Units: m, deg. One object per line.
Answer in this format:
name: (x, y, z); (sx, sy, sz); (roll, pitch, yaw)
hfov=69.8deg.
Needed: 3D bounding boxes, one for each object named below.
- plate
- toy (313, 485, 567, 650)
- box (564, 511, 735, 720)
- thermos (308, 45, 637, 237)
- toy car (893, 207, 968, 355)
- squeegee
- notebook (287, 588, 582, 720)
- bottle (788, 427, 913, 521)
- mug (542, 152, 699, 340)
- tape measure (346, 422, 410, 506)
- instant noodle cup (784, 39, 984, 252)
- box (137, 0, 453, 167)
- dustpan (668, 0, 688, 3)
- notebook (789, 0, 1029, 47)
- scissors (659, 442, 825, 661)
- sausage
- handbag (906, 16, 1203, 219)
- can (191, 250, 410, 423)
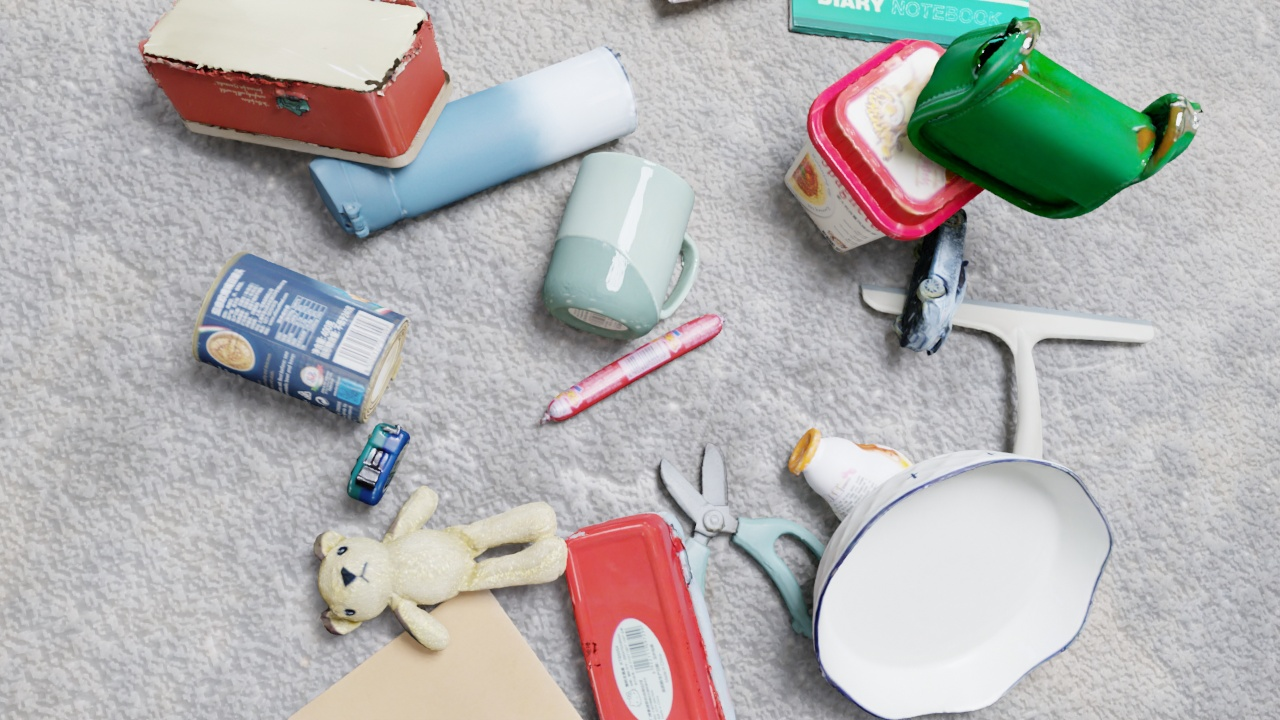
plate: (0.205, 0.145, 0.604); (0.204, 0.045, 0.205); (-5, 116, -11)
toy: (-0.125, 0.127, 0.577); (0.157, 0.066, 0.105); (-11, 77, -5)
box: (0.011, 0.200, 0.593); (0.087, 0.048, 0.201); (-17, 84, 17)
thermos: (-0.112, -0.150, 0.626); (0.220, 0.070, 0.070); (-24, 86, -13)
toy car: (0.215, -0.061, 0.666); (0.037, 0.054, 0.120); (18, 61, 3)
squeegee: (0.280, 0.072, 0.677); (0.246, 0.039, 0.246); (7, 80, -9)
notebook: (-0.100, 0.261, 0.565); (0.147, 0.008, 0.207); (-36, 76, -15)
bottle: (0.158, 0.087, 0.638); (0.108, 0.063, 0.063); (29, 77, -6)
mug: (-0.006, -0.069, 0.631); (0.111, 0.082, 0.106); (26, 74, -38)
tape measure: (-0.168, 0.064, 0.585); (0.025, 0.058, 0.054); (26, 81, -6)
instant noodle cup: (0.169, -0.141, 0.646); (0.116, 0.124, 0.116); (-37, 90, -14)
box: (-0.213, -0.189, 0.572); (0.168, 0.079, 0.091); (12, 60, 11)
dustpan: (0.109, -0.401, 0.724); (0.274, 0.138, 0.222); (-24, 78, 14)
notebook: (0.219, -0.327, 0.745); (0.209, 0.012, 0.150); (2, 81, -11)
scissors: (0.076, 0.142, 0.638); (0.177, 0.019, 0.173); (5, 79, -9)
sausage: (-0.004, 0.004, 0.644); (0.155, 0.020, 0.020); (-29, 87, -14)
handbag: (0.235, -0.143, 0.534); (0.131, 0.120, 0.068); (28, 82, -8)
can: (-0.210, -0.013, 0.580); (0.111, 0.075, 0.075); (22, 77, -7)
